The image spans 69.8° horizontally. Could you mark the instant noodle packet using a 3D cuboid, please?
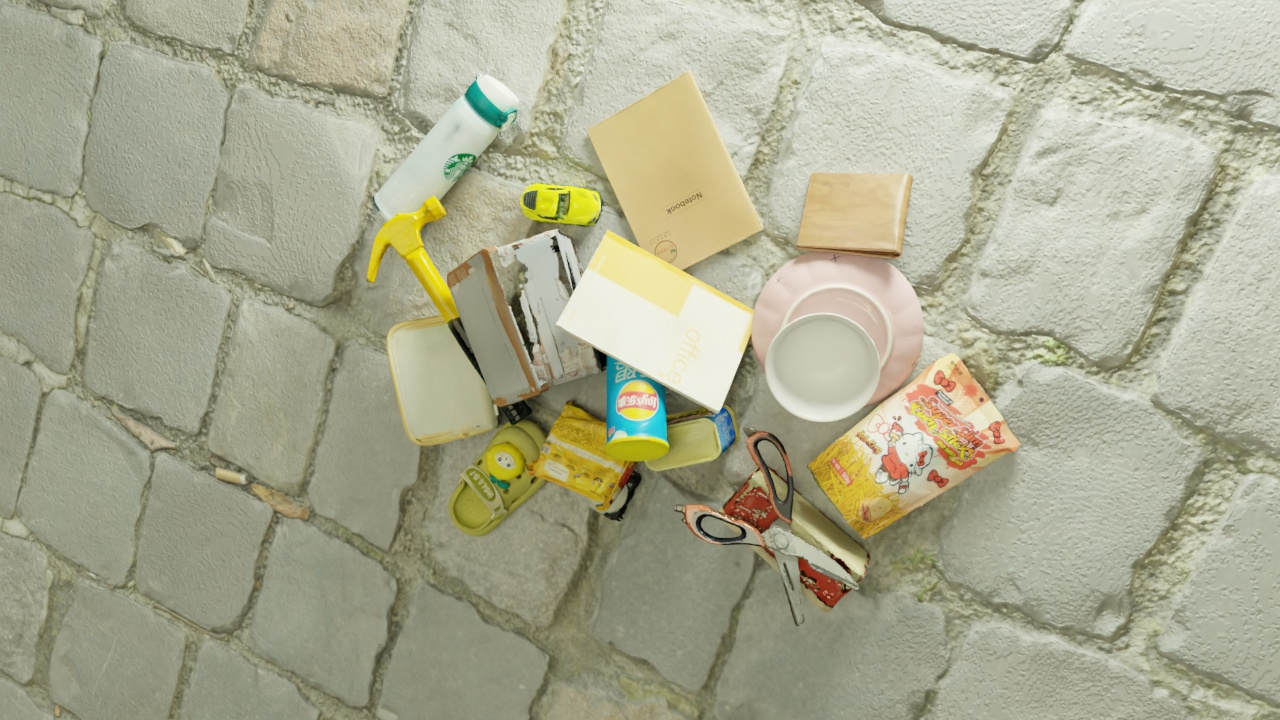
[{"bbox_3d":[-0.067,0.116,1.132,0.128,0.044,0.110,22,71,27],"label":"instant noodle packet"}]

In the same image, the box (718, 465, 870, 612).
[{"bbox_3d":[0.182,0.197,1.058,0.168,0.091,0.078,41,110,10],"label":"box"}]

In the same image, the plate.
[{"bbox_3d":[0.219,-0.029,1.027,0.192,0.039,0.192,4,106,12],"label":"plate"}]

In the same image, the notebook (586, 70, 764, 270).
[{"bbox_3d":[0.039,-0.218,1.098,0.148,0.008,0.207,-25,88,20],"label":"notebook"}]

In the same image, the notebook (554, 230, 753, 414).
[{"bbox_3d":[0.023,-0.046,1.043,0.206,0.010,0.145,29,62,-6],"label":"notebook"}]

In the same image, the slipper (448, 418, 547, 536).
[{"bbox_3d":[-0.190,0.162,1.188,0.091,0.081,0.191,43,110,7],"label":"slipper"}]

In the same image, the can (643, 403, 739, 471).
[{"bbox_3d":[0.058,0.092,1.091,0.102,0.083,0.057,-14,92,20],"label":"can"}]

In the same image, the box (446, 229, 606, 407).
[{"bbox_3d":[-0.142,-0.044,1.090,0.166,0.150,0.182,-17,91,7],"label":"box"}]

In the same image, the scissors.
[{"bbox_3d":[0.145,0.181,1.014,0.225,0.015,0.189,20,96,16],"label":"scissors"}]

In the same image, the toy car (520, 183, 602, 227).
[{"bbox_3d":[-0.099,-0.193,1.136,0.105,0.032,0.048,9,99,16],"label":"toy car"}]

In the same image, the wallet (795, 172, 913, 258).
[{"bbox_3d":[0.235,-0.162,1.010,0.115,0.020,0.101,6,68,19],"label":"wallet"}]

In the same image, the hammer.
[{"bbox_3d":[-0.231,-0.051,1.154,0.129,0.033,0.300,-33,92,0],"label":"hammer"}]

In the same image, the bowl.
[{"bbox_3d":[0.195,0.001,0.985,0.118,0.064,0.118,3,106,11],"label":"bowl"}]

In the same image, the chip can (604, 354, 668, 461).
[{"bbox_3d":[-0.006,0.006,1.059,0.071,0.071,0.210,-11,64,20],"label":"chip can"}]

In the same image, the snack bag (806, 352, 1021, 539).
[{"bbox_3d":[0.301,0.101,1.028,0.208,0.073,0.128,-37,84,12],"label":"snack bag"}]

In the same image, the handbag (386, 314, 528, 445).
[{"bbox_3d":[-0.228,0.017,1.200,0.179,0.063,0.163,-11,93,5],"label":"handbag"}]

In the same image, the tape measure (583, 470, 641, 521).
[{"bbox_3d":[-0.040,0.161,1.160,0.066,0.033,0.066,27,103,13],"label":"tape measure"}]

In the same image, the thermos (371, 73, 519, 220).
[{"bbox_3d":[-0.242,-0.261,1.157,0.225,0.073,0.073,-43,82,18],"label":"thermos"}]
